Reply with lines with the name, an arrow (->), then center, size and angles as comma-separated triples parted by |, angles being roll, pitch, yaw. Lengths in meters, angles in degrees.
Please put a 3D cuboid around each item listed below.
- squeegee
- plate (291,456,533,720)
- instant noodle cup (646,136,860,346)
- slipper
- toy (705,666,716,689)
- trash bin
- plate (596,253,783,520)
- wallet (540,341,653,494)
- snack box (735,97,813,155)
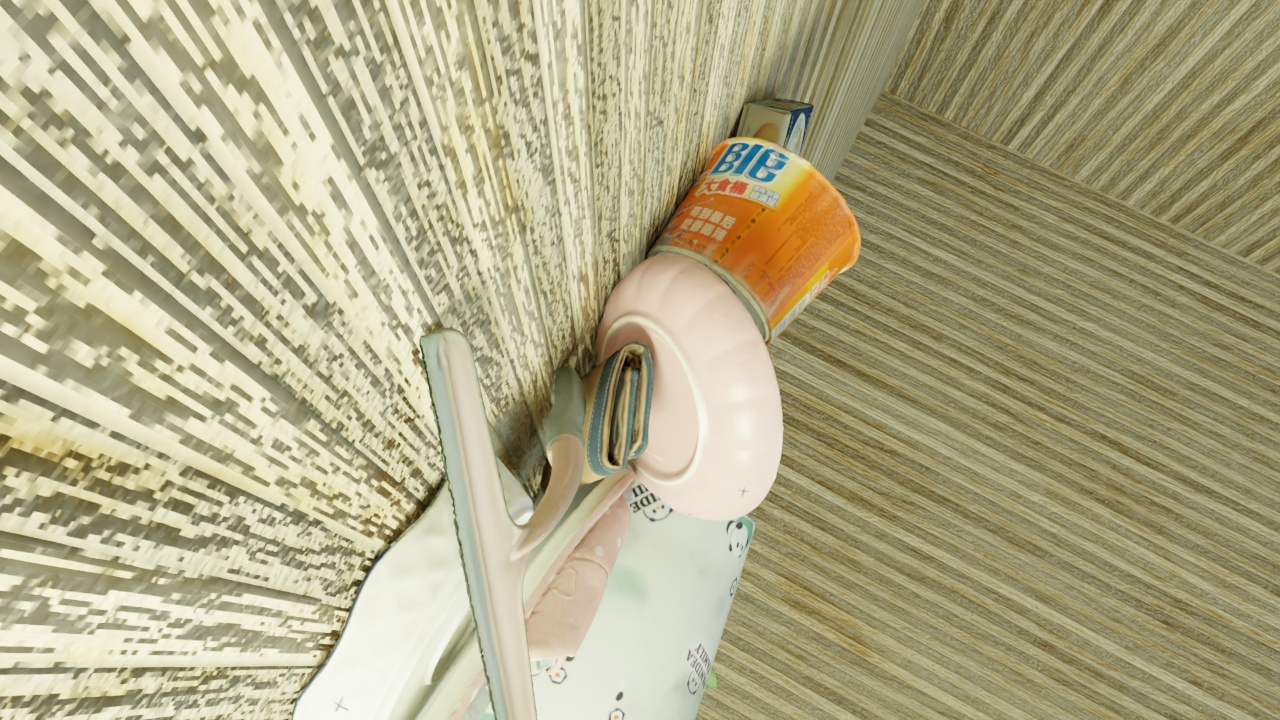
squeegee -> -0.051, 0.056, 0.526 | 0.249, 0.040, 0.248 | -79, 164, -67
plate -> -0.125, 0.154, 0.548 | 0.204, 0.045, 0.205 | -61, 172, -14
instant noodle cup -> 0.084, -0.086, 0.740 | 0.111, 0.151, 0.151 | -51, 169, -19
slipper -> -0.065, 0.171, 0.586 | 0.273, 0.054, 0.114 | -50, 174, -44
toy -> 0.000, 0.263, 0.984 | 0.246, 0.090, 0.227 | -135, -150, -73
trash bin -> -0.032, 0.219, 0.788 | 0.230, 0.229, 0.251 | 84, 28, -76
plate -> 0.020, 0.024, 0.638 | 0.039, 0.192, 0.193 | -16, 145, -32
wallet -> -0.032, 0.045, 0.631 | 0.116, 0.033, 0.090 | -33, -138, 57
snack box -> 0.116, -0.164, 0.909 | 0.182, 0.046, 0.178 | -46, 152, -66
